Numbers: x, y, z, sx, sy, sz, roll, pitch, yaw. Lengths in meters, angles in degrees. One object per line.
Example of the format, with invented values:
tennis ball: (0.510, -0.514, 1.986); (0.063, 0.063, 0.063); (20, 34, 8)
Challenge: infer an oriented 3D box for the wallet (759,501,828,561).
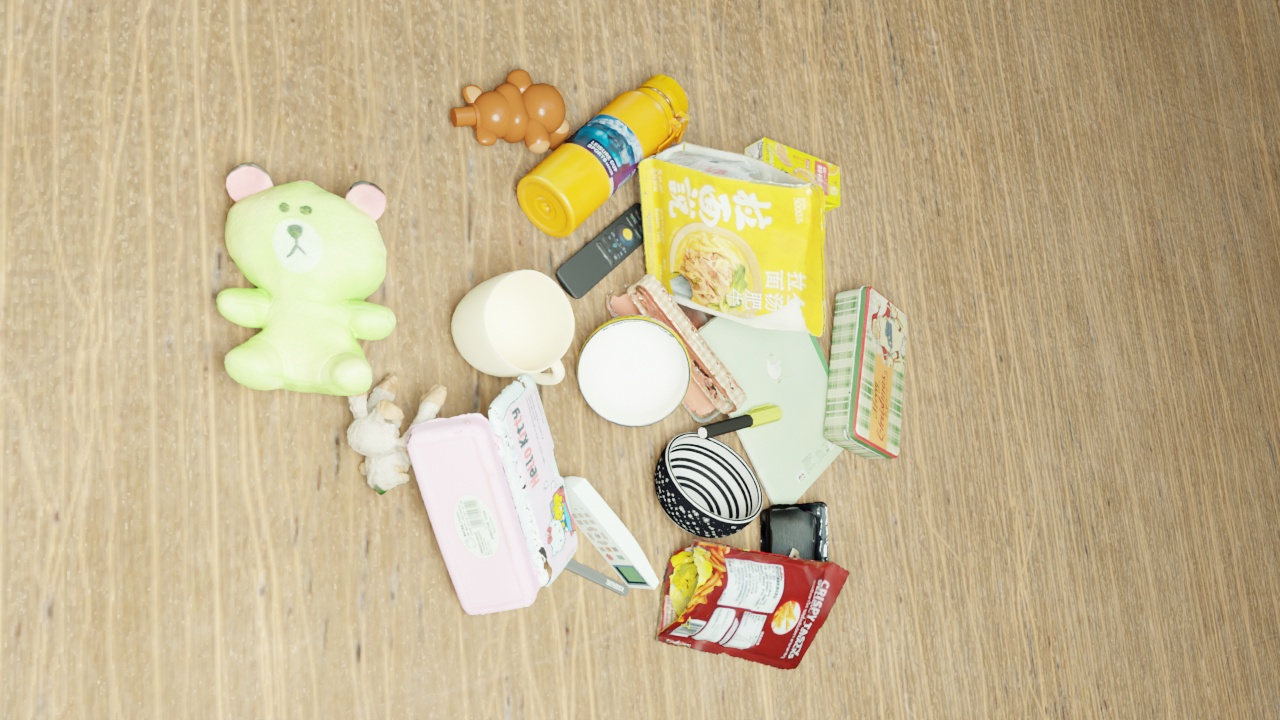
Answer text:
wallet: (0.179, 0.224, 1.077); (0.089, 0.026, 0.115); (3, 84, -32)

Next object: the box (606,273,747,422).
box: (0.038, -0.012, 1.008); (0.187, 0.083, 0.041); (51, 55, -12)

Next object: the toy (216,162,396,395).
toy: (-0.286, -0.062, 0.792); (0.150, 0.107, 0.196); (4, 67, -10)

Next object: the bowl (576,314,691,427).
bowl: (-0.006, 0.006, 0.966); (0.117, 0.067, 0.117); (1, 105, 3)

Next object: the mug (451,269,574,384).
mug: (-0.123, -0.023, 0.887); (0.096, 0.100, 0.120); (-46, 112, -30)

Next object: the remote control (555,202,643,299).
remote control: (-0.037, -0.122, 1.014); (0.151, 0.020, 0.041); (-45, 105, -33)

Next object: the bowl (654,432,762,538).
bowl: (0.064, 0.144, 0.988); (0.120, 0.067, 0.120); (23, 35, -18)

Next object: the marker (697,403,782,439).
marker: (0.112, 0.069, 1.036); (0.123, 0.018, 0.021); (-11, 61, -40)

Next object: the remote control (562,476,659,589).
remote control: (-0.034, 0.173, 0.934); (0.024, 0.050, 0.143); (-46, 106, -31)

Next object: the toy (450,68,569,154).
toy: (-0.136, -0.254, 0.959); (0.127, 0.065, 0.095); (-14, 80, -26)

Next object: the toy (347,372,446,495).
toy: (-0.220, 0.070, 0.820); (0.074, 0.085, 0.106); (-10, 107, -65)

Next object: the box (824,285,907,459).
box: (0.293, 0.017, 1.174); (0.117, 0.051, 0.205); (26, 67, -39)

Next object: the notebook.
notebook: (0.169, 0.034, 1.105); (0.181, 0.010, 0.252); (-39, 110, -33)

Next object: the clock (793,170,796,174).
clock: (0.159, -0.155, 1.118); (0.140, 0.055, 0.093); (-52, 129, -9)

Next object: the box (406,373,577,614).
box: (-0.122, 0.129, 0.830); (0.146, 0.077, 0.202); (-24, 117, -23)

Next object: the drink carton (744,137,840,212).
drink carton: (0.198, -0.236, 1.180); (0.134, 0.043, 0.058); (12, 73, -32)

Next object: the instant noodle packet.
instant noodle packet: (0.102, -0.124, 0.955); (0.084, 0.222, 0.163); (-26, 125, -34)

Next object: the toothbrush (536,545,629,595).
toothbrush: (-0.077, 0.203, 0.924); (0.167, 0.013, 0.012); (33, 65, -27)

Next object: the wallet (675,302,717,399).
wallet: (0.067, -0.012, 1.059); (0.123, 0.019, 0.072); (51, 58, -15)

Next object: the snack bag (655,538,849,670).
snack bag: (0.124, 0.270, 1.003); (0.207, 0.066, 0.139); (18, 97, -24)

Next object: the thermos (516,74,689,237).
thermos: (-0.029, -0.225, 1.006); (0.091, 0.076, 0.232); (51, 57, -16)
